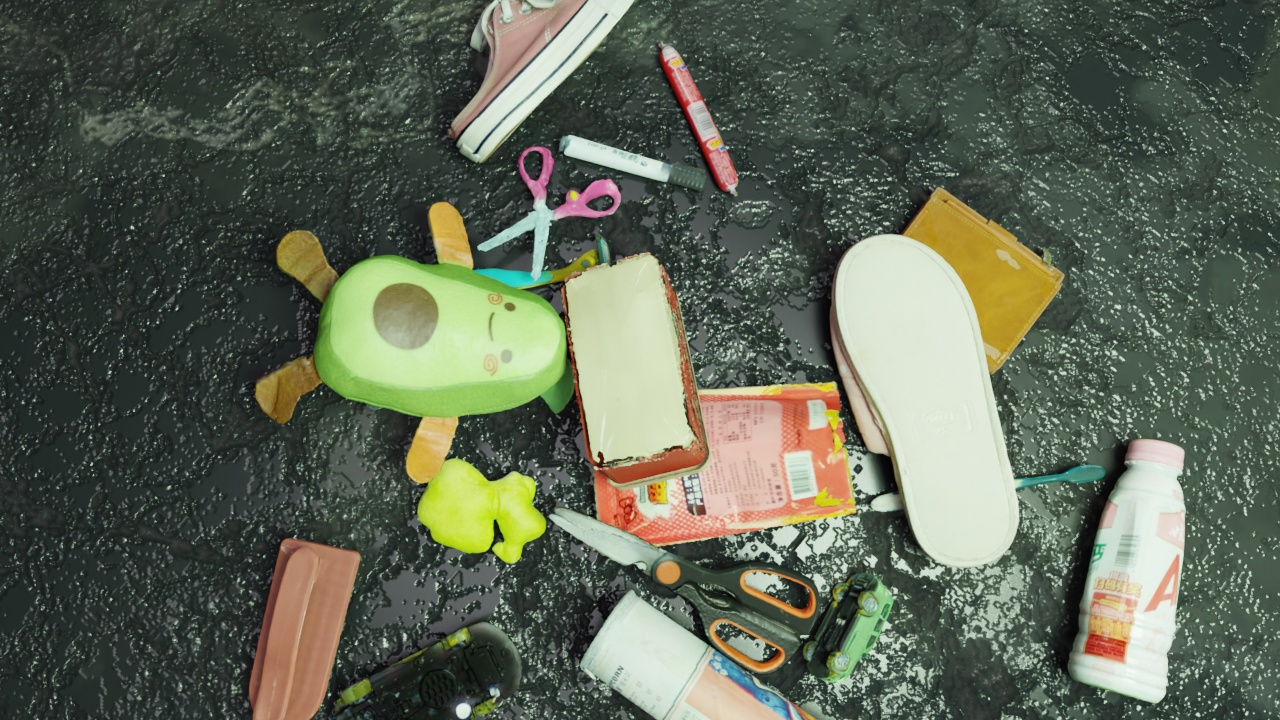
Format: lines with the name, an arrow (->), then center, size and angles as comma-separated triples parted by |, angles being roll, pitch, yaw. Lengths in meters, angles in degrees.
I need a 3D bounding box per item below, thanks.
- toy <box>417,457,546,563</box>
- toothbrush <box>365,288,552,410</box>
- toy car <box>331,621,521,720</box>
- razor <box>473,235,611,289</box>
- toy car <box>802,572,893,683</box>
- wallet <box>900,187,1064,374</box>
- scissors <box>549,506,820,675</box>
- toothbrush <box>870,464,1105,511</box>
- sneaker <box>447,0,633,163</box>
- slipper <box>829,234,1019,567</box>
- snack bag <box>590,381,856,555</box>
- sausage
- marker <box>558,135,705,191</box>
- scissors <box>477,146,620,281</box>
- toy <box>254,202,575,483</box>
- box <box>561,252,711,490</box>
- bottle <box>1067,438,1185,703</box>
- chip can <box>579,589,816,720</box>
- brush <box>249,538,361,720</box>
toy -> -0.132, 0.122, 0.745 | 0.100, 0.031, 0.096 | -17, 84, -2
toothbrush -> -0.151, -0.010, 0.773 | 0.181, 0.018, 0.015 | -33, 83, -6
toy car -> -0.166, 0.262, 0.718 | 0.158, 0.042, 0.070 | -27, 82, -2
razor -> -0.090, -0.075, 0.774 | 0.132, 0.028, 0.043 | -8, 60, -4
toy car -> 0.164, 0.212, 0.721 | 0.036, 0.043, 0.091 | 40, 75, -17
wallet -> 0.276, -0.074, 0.767 | 0.130, 0.035, 0.119 | 38, 86, 6
scissors -> 0.040, 0.155, 0.717 | 0.137, 0.021, 0.235 | -41, 99, 5
toothbrush -> 0.283, 0.105, 0.753 | 0.191, 0.018, 0.016 | -9, 82, 2
sneaker -> -0.085, -0.278, 0.769 | 0.088, 0.118, 0.241 | 44, 89, -14
slipper -> 0.228, 0.030, 0.737 | 0.114, 0.054, 0.274 | -18, 83, 10
snack bag -> 0.062, 0.081, 0.736 | 0.208, 0.073, 0.128 | -9, 75, 7
sausage -> 0.051, -0.211, 0.798 | 0.020, 0.020, 0.156 | -23, 82, -3
marker -> -0.006, -0.172, 0.794 | 0.131, 0.018, 0.022 | 17, 57, 3
scissors -> -0.084, -0.131, 0.777 | 0.133, 0.017, 0.125 | -31, 77, -18
toy -> -0.170, -0.018, 0.717 | 0.246, 0.090, 0.226 | 5, 80, -9
box -> -0.005, 0.004, 0.709 | 0.091, 0.079, 0.168 | -15, 65, 9
bottle -> 0.388, 0.161, 0.719 | 0.068, 0.068, 0.196 | 16, 78, 3
chip can -> 0.062, 0.263, 0.689 | 0.215, 0.071, 0.071 | 32, 83, 12
brush -> -0.266, 0.216, 0.713 | 0.063, 0.069, 0.145 | 11, 82, 3
